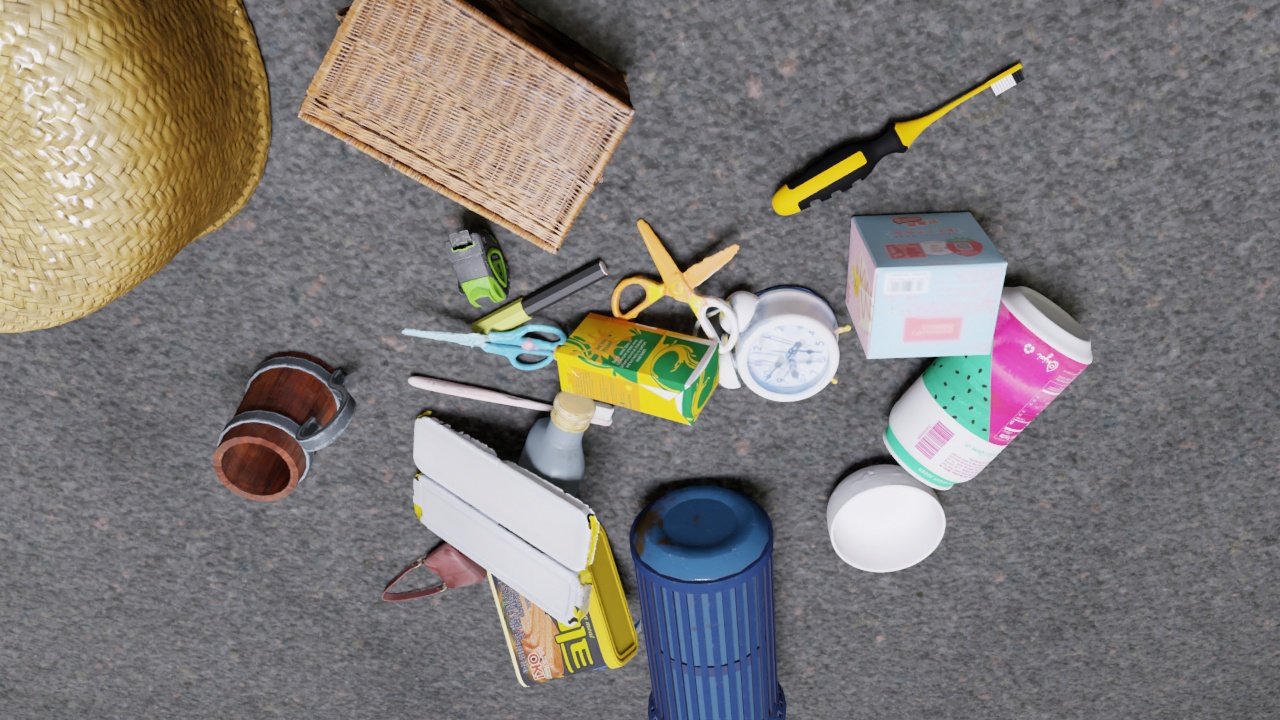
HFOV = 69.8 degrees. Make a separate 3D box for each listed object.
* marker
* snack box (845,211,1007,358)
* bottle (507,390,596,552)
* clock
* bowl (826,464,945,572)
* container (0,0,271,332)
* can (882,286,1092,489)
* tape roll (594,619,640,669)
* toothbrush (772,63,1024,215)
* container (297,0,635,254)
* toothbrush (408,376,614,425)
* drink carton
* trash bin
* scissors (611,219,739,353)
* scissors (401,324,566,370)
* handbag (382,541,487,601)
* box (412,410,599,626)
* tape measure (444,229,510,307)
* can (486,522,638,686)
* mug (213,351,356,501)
[{"bbox_3d":[-0.082,-0.047,0.750,0.124,0.017,0.021,-26,119,16],"label":"marker"},{"bbox_3d":[0.211,-0.058,0.695,0.093,0.094,0.080,-2,123,1],"label":"snack box"},{"bbox_3d":[-0.078,0.092,0.796,0.046,0.072,0.162,4,132,-24],"label":"bottle"},{"bbox_3d":[0.104,-0.013,0.752,0.125,0.051,0.089,6,123,1],"label":"clock"},{"bbox_3d":[0.222,0.140,0.846,0.105,0.054,0.105,0,121,0],"label":"bowl"},{"bbox_3d":[-0.415,-0.167,0.575,0.307,0.196,0.308,1,124,2],"label":"container"},{"bbox_3d":[0.280,0.024,0.750,0.088,0.088,0.166,26,119,-15],"label":"can"},{"bbox_3d":[-0.058,0.288,0.966,0.093,0.016,0.091,27,119,-16],"label":"tape roll"},{"bbox_3d":[0.185,-0.161,0.669,0.197,0.031,0.031,-29,93,13],"label":"toothbrush"},{"bbox_3d":[-0.108,-0.177,0.611,0.198,0.113,0.113,28,114,-18],"label":"container"},{"bbox_3d":[-0.112,0.032,0.803,0.181,0.015,0.018,11,115,-7],"label":"toothbrush"},{"bbox_3d":[-0.004,0.004,0.732,0.122,0.058,0.041,14,132,21],"label":"drink carton"},{"bbox_3d":[0.065,0.246,0.868,0.139,0.139,0.250,-5,121,4],"label":"trash bin"},{"bbox_3d":[0.031,-0.056,0.726,0.126,0.011,0.128,-32,96,33],"label":"scissors"},{"bbox_3d":[-0.128,-0.016,0.753,0.136,0.015,0.057,10,138,-24],"label":"scissors"},{"bbox_3d":[-0.214,0.218,0.921,0.120,0.029,0.055,-27,116,23],"label":"handbag"},{"bbox_3d":[-0.123,0.135,0.797,0.210,0.023,0.127,27,127,29],"label":"box"},{"bbox_3d":[-0.126,-0.070,0.709,0.036,0.065,0.058,-16,97,7],"label":"tape measure"},{"bbox_3d":[-0.074,0.231,0.868,0.101,0.072,0.130,-20,82,15],"label":"can"},{"bbox_3d":[-0.284,0.049,0.759,0.117,0.111,0.081,-21,120,14],"label":"mug"}]
